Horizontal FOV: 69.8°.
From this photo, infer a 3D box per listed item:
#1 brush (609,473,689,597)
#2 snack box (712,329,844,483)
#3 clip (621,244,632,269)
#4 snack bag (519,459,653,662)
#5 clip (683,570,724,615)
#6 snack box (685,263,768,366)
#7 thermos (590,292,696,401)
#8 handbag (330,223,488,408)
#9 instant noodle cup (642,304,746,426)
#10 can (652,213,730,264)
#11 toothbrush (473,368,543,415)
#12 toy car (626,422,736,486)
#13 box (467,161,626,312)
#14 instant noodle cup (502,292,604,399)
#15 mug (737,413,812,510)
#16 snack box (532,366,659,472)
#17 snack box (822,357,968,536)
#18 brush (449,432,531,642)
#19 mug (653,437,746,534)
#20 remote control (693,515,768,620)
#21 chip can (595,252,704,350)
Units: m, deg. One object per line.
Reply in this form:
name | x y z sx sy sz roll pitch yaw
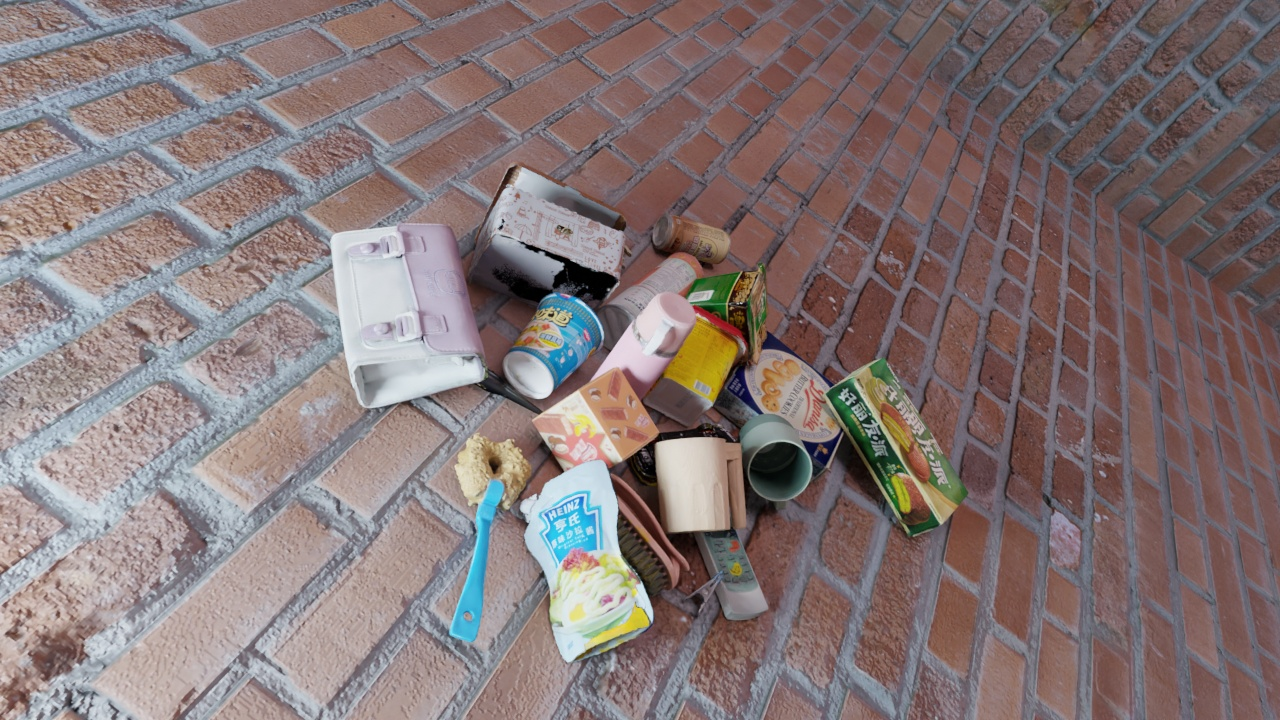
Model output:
brush | -0.010 0.194 1.014 0.145 0.063 0.072 47 51 11
snack box | 0.211 0.061 1.321 0.182 0.046 0.177 38 39 2
clip | -0.066 -0.165 1.350 0.103 0.035 0.076 31 39 0
snack bag | -0.059 0.202 0.946 0.039 0.110 0.190 34 29 -56
clip | 0.075 0.261 1.033 0.028 0.024 0.056 43 63 11
snack box | 0.118 -0.065 1.299 0.106 0.118 0.118 3 33 17
thermos | -0.006 0.006 1.094 0.067 0.199 0.087 35 41 -4
handbag | -0.260 -0.059 1.023 0.144 0.099 0.196 -10 56 -16
instant noodle cup | 0.065 0.010 1.221 0.116 0.116 0.123 28 52 -9
can | 0.081 -0.193 1.464 0.116 0.059 0.058 11 46 -27
toothbrush | -0.180 0.023 1.086 0.212 0.026 0.027 31 54 -8
toy car | 0.057 0.120 1.152 0.155 0.041 0.071 -7 56 -34
box | -0.118 -0.160 1.220 0.181 0.149 0.157 21 57 -19
instant noodle cup | -0.113 -0.013 1.125 0.099 0.099 0.109 37 48 0
mug | 0.172 0.134 1.187 0.082 0.112 0.106 -10 18 0
snack box | -0.052 0.076 1.059 0.076 0.093 0.094 -32 90 -49
snack box | 0.367 0.121 1.321 0.114 0.063 0.240 -23 80 -50
brush | -0.160 0.171 0.933 0.083 0.046 0.254 24 35 -18
mug | 0.075 0.147 1.069 0.124 0.084 0.103 7 74 -41
remote control | 0.104 0.241 1.086 0.056 0.019 0.135 4 49 -33
chip can | 0.016 -0.087 1.302 0.071 0.071 0.214 41 39 5
